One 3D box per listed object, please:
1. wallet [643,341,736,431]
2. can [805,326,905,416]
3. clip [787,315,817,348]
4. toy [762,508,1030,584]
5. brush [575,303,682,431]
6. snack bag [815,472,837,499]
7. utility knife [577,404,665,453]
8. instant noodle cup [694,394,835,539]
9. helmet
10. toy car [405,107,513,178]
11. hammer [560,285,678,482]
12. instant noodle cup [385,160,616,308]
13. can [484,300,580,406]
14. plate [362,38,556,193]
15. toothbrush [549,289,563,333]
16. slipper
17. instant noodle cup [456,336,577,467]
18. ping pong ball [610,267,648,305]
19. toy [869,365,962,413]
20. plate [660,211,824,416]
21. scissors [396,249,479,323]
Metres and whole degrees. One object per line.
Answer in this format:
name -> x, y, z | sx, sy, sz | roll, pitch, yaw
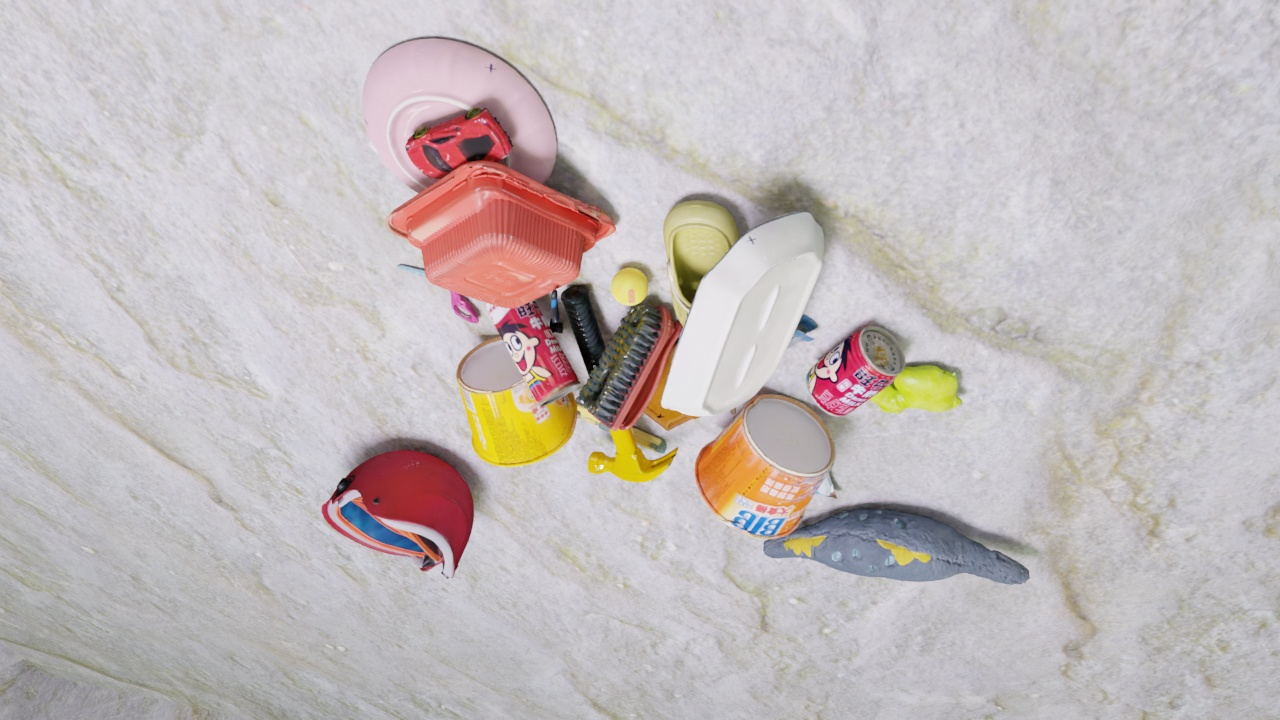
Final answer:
wallet -> 0.047, 0.034, 1.109 | 0.119, 0.035, 0.131 | 41, 136, -21
can -> 0.232, 0.012, 0.990 | 0.066, 0.066, 0.094 | 27, 140, -15
clip -> 0.165, -0.026, 1.004 | 0.027, 0.043, 0.058 | 31, 147, -26
toy -> 0.336, 0.254, 1.236 | 0.357, 0.091, 0.138 | 3, 152, 17
brush -> -0.006, 0.006, 1.021 | 0.069, 0.146, 0.063 | 27, -177, -35
snack bag -> 0.228, 0.148, 1.190 | 0.048, 0.026, 0.104 | 11, 143, 27
utility knife -> -0.049, 0.081, 1.211 | 0.190, 0.020, 0.031 | 27, 134, -8
instant noodle cup -> 0.153, 0.120, 1.092 | 0.151, 0.151, 0.112 | 21, 133, -8
helmet -> -0.348, 0.212, 1.365 | 0.241, 0.143, 0.207 | -2, 140, 41
toy car -> -0.168, -0.193, 0.835 | 0.106, 0.031, 0.049 | -8, 135, 29
hammer -> -0.038, 0.039, 1.102 | 0.129, 0.032, 0.301 | 4, 132, 26
instant noodle cup -> -0.137, -0.115, 0.905 | 0.165, 0.079, 0.188 | -22, 151, 39
can -> -0.121, -0.018, 1.025 | 0.053, 0.053, 0.132 | -35, 83, 44
plate -> -0.177, -0.210, 0.873 | 0.192, 0.038, 0.193 | 9, 141, 7
toothbrush -> -0.091, -0.051, 0.996 | 0.016, 0.014, 0.190 | 15, 169, -3
slipper -> 0.064, -0.072, 0.933 | 0.092, 0.081, 0.191 | 3, 137, 19
instant noodle cup -> -0.154, 0.042, 1.108 | 0.138, 0.137, 0.110 | 0, 130, 18
ping pong ball -> -0.012, -0.079, 0.979 | 0.040, 0.040, 0.040 | 9, 141, 7
toy -> 0.303, 0.033, 1.022 | 0.096, 0.031, 0.100 | 35, 138, -21
plate -> 0.108, -0.031, 0.910 | 0.034, 0.161, 0.266 | 49, 144, 28
scissors -> -0.218, -0.086, 1.059 | 0.133, 0.017, 0.130 | 15, 144, 6
